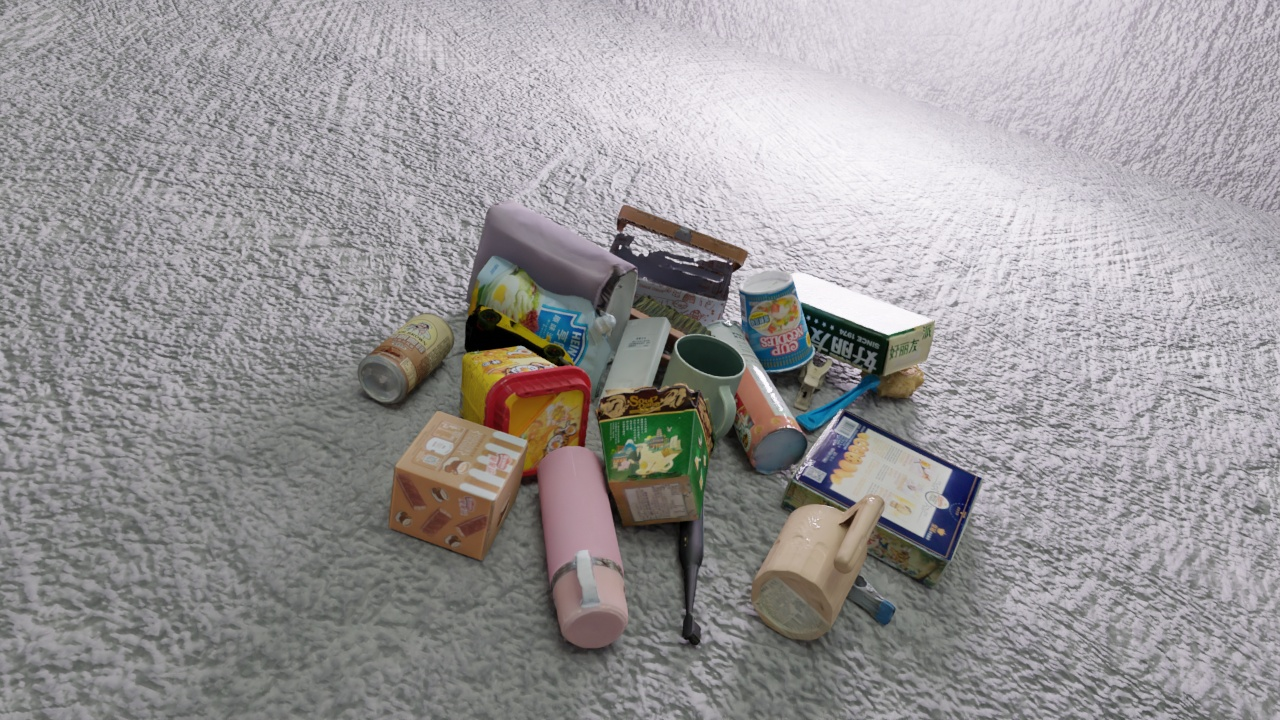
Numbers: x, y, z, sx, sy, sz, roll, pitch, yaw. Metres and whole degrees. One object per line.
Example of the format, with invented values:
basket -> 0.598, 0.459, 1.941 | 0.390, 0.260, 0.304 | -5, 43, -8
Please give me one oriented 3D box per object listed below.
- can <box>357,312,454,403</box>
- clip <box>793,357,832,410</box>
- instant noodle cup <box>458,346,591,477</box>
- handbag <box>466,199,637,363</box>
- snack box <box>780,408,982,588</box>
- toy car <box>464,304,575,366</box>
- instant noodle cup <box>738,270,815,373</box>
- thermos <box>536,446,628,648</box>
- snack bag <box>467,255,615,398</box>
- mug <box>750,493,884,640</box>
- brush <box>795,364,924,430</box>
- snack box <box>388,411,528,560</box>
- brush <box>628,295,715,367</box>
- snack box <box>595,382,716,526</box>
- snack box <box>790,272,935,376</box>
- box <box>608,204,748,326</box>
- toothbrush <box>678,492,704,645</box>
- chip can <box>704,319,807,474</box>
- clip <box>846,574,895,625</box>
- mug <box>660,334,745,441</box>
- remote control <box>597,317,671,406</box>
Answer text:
can -> -0.255, -0.004, 1.003 | 0.058, 0.059, 0.116 | 21, 32, 8
clip -> 0.221, 0.032, 1.198 | 0.034, 0.076, 0.103 | 22, 42, 7
instant noodle cup -> -0.126, 0.046, 0.948 | 0.116, 0.116, 0.124 | -9, 28, -33
handbag -> -0.106, -0.094, 1.127 | 0.197, 0.145, 0.098 | 31, 37, 20
snack box -> 0.272, 0.146, 1.024 | 0.182, 0.046, 0.177 | 28, 34, 18
toy car -> -0.137, -0.006, 1.050 | 0.156, 0.071, 0.041 | 28, 38, 13
instant noodle cup -> 0.170, -0.054, 1.193 | 0.099, 0.110, 0.099 | -12, 25, 5
thermos -> -0.055, 0.157, 0.824 | 0.067, 0.087, 0.198 | -10, 35, -4
snack bag -> -0.115, -0.040, 1.075 | 0.191, 0.110, 0.038 | 28, 16, 21
mug -> 0.168, 0.186, 0.847 | 0.084, 0.125, 0.103 | 43, 39, 3
brush -> 0.285, 0.043, 1.200 | 0.253, 0.046, 0.083 | -23, 53, -40
snack box -> -0.167, 0.114, 0.846 | 0.094, 0.077, 0.092 | 18, 32, 4
brush -> 0.032, -0.025, 1.136 | 0.073, 0.063, 0.146 | -46, 41, -12
snack box -> 0.014, 0.101, 0.911 | 0.118, 0.118, 0.105 | -6, 47, 9
snack box -> 0.270, -0.054, 1.264 | 0.114, 0.063, 0.240 | -14, 30, -39
box -> 0.046, -0.134, 1.243 | 0.181, 0.158, 0.148 | 16, 33, 0
toothbrush -> 0.050, 0.185, 0.884 | 0.027, 0.026, 0.212 | 49, 24, -25
chip can -> 0.127, 0.039, 1.097 | 0.071, 0.071, 0.214 | 3, 35, -21
clip -> 0.224, 0.232, 0.894 | 0.027, 0.024, 0.056 | -9, 34, -40
mug -> 0.070, 0.045, 1.029 | 0.082, 0.107, 0.111 | -2, 36, -28
remote control -> -0.006, 0.006, 1.071 | 0.056, 0.019, 0.134 | -4, 50, 29
